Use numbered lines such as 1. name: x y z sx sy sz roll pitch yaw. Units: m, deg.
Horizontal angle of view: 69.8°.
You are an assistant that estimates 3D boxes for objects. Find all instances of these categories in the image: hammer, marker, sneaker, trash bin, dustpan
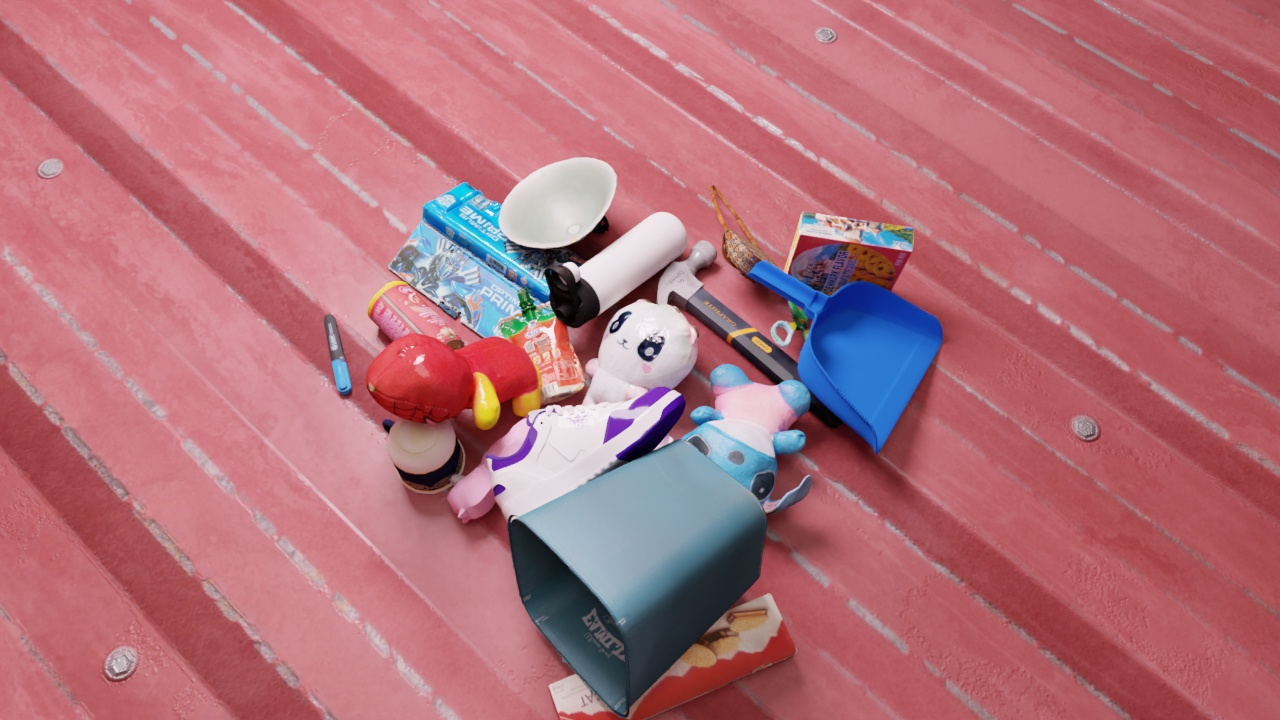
1. hammer: 0.152 -0.026 1.219 0.312 0.035 0.139 40 68 16
2. marker: -0.399 -0.010 1.204 0.018 0.015 0.123 -17 63 -9
3. sneaker: -0.069 0.088 1.047 0.244 0.092 0.111 -34 73 -7
4. trash bin: 0.005 0.217 0.989 0.218 0.200 0.196 -30 50 -29
5. dustpan: 0.245 -0.039 1.175 0.258 0.060 0.244 33 50 13

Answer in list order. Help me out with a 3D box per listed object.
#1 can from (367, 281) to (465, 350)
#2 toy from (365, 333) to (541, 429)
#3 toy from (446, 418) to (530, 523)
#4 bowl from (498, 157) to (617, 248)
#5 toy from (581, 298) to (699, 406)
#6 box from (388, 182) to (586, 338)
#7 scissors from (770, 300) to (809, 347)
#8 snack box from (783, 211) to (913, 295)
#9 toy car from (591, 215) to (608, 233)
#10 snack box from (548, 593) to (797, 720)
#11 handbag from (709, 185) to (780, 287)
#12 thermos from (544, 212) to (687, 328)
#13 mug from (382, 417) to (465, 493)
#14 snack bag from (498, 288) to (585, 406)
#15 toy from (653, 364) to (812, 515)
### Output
1. can: -0.293 -0.041 1.194 0.066 0.067 0.124 -40 71 -20
2. toy: -0.222 0.019 1.088 0.148 0.215 0.099 23 105 39
3. toy: -0.150 0.143 1.107 0.123 0.067 0.157 37 73 13
4. bowl: -0.102 -0.194 1.245 0.174 0.068 0.173 -12 49 14
5. toy: -0.007 0.007 1.167 0.139 0.101 0.179 36 84 38
6. box: -0.206 -0.134 1.249 0.243 0.060 0.175 34 67 15
7. scissors: 0.203 -0.051 1.219 0.108 0.012 0.131 6 49 -28
8. snack box: 0.270 -0.132 1.215 0.145 0.143 0.040 9 64 3
9. toy car: -0.086 -0.210 1.301 0.092 0.042 0.036 32 78 14
10. snack box: 0.037 0.345 1.021 0.272 0.044 0.076 -19 65 -11
11. handbag: 0.128 -0.179 1.278 0.043 0.093 0.195 -42 48 22
12. thermos: -0.031 -0.132 1.202 0.068 0.101 0.229 26 48 31
13. mug: -0.272 0.099 1.111 0.112 0.089 0.085 32 66 13
14. snack bag: -0.130 -0.022 1.183 0.087 0.044 0.155 -22 79 2
15. toy: 0.110 0.090 1.126 0.224 0.099 0.190 21 58 9
